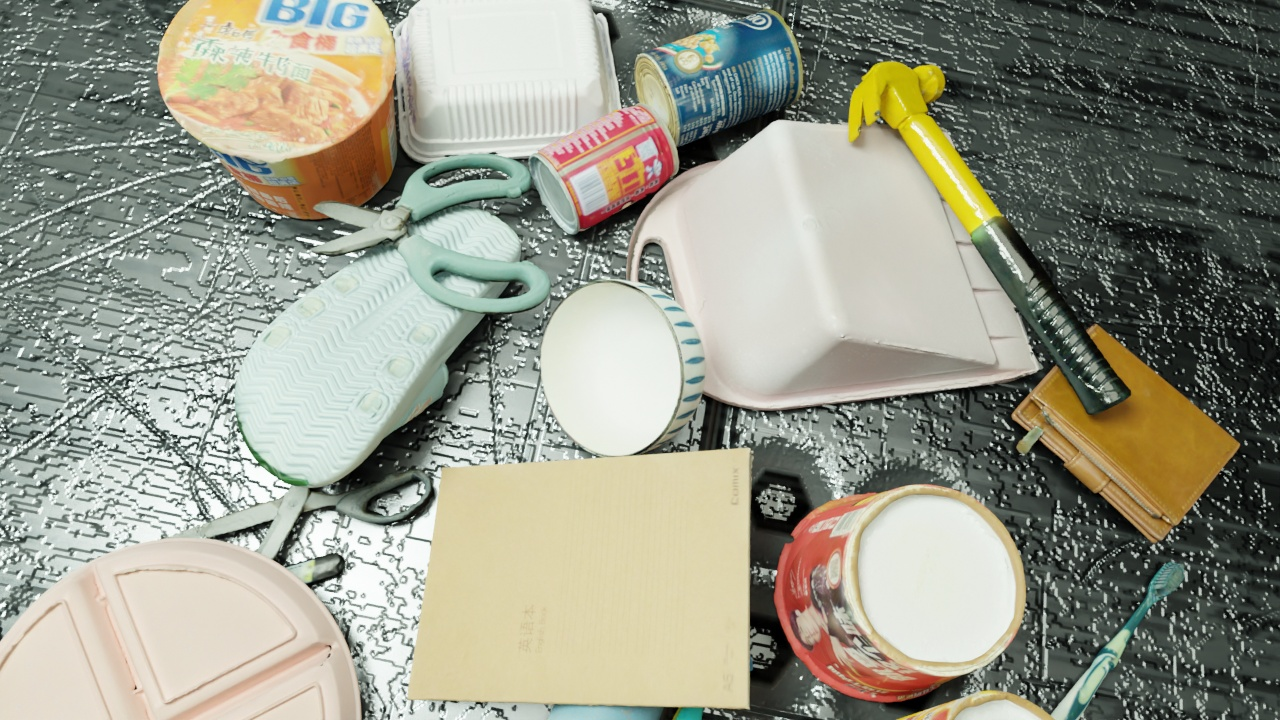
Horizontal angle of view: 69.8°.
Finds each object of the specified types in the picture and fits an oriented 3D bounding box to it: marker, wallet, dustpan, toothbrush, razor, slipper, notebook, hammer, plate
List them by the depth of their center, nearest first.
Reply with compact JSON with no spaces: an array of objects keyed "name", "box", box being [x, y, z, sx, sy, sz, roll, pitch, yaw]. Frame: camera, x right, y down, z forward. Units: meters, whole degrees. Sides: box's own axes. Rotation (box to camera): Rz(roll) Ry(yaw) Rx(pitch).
[{"name":"plate","box":[-0.280,0.219,0.531,0.229,0.028,0.229,1,77,-3]},{"name":"razor","box":[0.021,0.267,0.555,0.043,0.028,0.132,19,71,-24]},{"name":"notebook","box":[-0.036,0.131,0.557,0.212,0.012,0.149,-5,62,18]},{"name":"marker","box":[-0.251,0.146,0.582,0.124,0.015,0.018,-15,73,-14]},{"name":"toothbrush","box":[0.310,0.204,0.611,0.016,0.018,0.191,44,72,10]},{"name":"slipper","box":[-0.169,-0.015,0.619,0.104,0.074,0.244,29,54,10]},{"name":"wallet","box":[0.345,0.053,0.659,0.119,0.035,0.130,-41,77,-17]},{"name":"hammer","box":[0.251,-0.095,0.664,0.128,0.033,0.300,-19,73,-40]},{"name":"dustpan","box":[0.136,-0.070,0.699,0.273,0.139,0.222,4,65,-34]}]

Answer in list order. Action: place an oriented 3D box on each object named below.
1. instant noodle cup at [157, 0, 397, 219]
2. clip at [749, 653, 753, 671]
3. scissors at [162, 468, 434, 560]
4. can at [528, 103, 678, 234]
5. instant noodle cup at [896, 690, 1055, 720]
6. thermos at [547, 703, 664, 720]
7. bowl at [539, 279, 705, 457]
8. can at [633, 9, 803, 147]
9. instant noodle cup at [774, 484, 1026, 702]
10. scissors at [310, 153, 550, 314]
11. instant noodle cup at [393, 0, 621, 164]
[{"name":"instant noodle cup","box":[-0.240,-0.177,0.646,0.151,0.112,0.151,2,70,-5]},{"name":"clip","box":[0.045,0.197,0.591,0.056,0.027,0.024,-11,74,-21]},{"name":"scissors","box":[-0.220,0.094,0.598,0.159,0.014,0.180,13,66,0]},{"name":"can","box":[-0.026,-0.143,0.677,0.093,0.067,0.066,-32,76,-15]},{"name":"instant noodle cup","box":[0.179,0.253,0.506,0.138,0.110,0.137,16,46,-17]},{"name":"thermos","box":[-0.013,0.194,0.557,0.070,0.070,0.220,23,71,3]},{"name":"bowl","box":[-0.004,0.004,0.617,0.066,0.117,0.116,-8,64,-55]},{"name":"can","box":[0.058,-0.216,0.707,0.111,0.075,0.075,-24,74,-13]},{"name":"instant noodle cup","box":[0.162,0.142,0.571,0.138,0.109,0.137,2,70,-4]},{"name":"scissors","box":[-0.130,-0.099,0.635,0.170,0.019,0.180,19,50,3]},{"name":"instant noodle cup","box":[-0.103,-0.227,0.705,0.173,0.060,0.138,-6,71,-6]}]
